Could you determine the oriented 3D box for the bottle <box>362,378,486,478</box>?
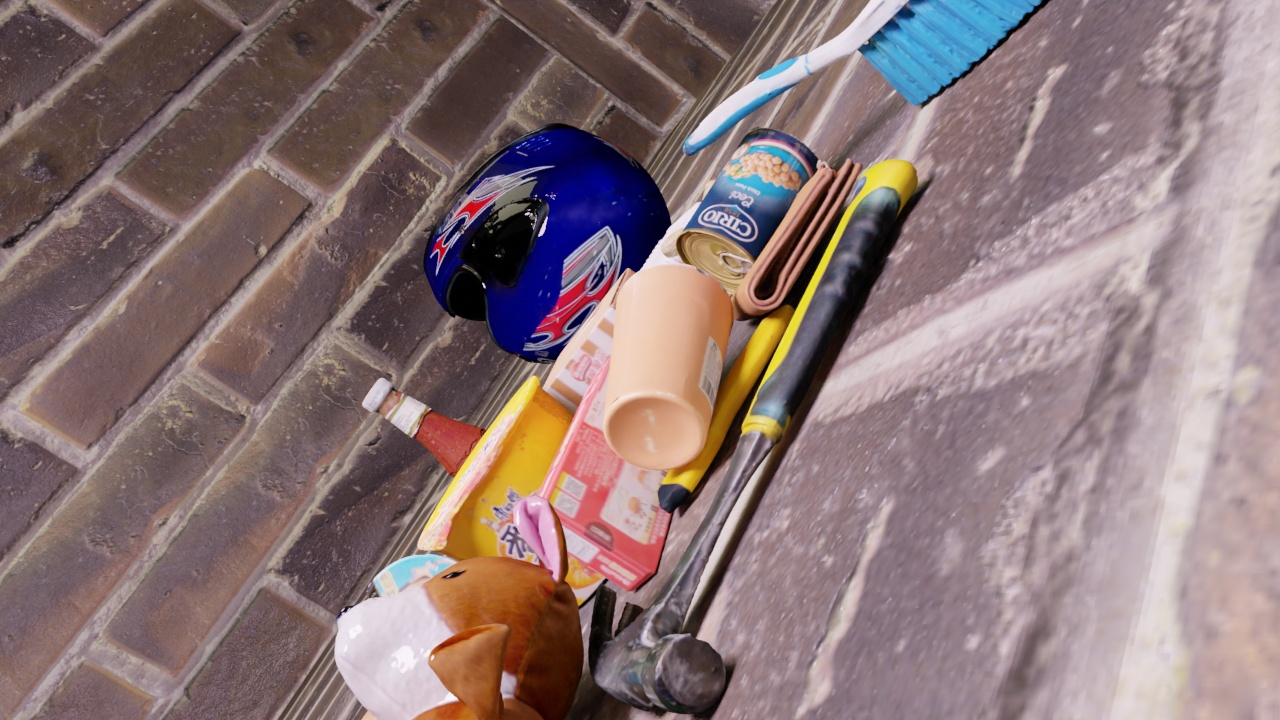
[{"bbox_3d":[-0.178,0.087,0.905,0.060,0.206,0.059,-54,9,13],"label":"bottle"}]

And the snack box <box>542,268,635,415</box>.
[{"bbox_3d":[-0.004,0.004,0.681,0.093,0.094,0.076,-50,10,27],"label":"snack box"}]

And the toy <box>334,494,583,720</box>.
[{"bbox_3d":[-0.081,0.155,0.399,0.140,0.130,0.199,-50,14,29],"label":"toy"}]

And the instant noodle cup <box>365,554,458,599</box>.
[{"bbox_3d":[-0.178,0.219,0.802,0.111,0.111,0.120,-56,1,-7],"label":"instant noodle cup"}]

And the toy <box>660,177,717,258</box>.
[{"bbox_3d":[0.066,-0.098,0.795,0.105,0.066,0.156,-27,36,44],"label":"toy"}]

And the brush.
[{"bbox_3d":[0.150,-0.207,0.618,0.316,0.109,0.060,-43,18,51],"label":"brush"}]

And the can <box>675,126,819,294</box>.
[{"bbox_3d":[0.087,-0.116,0.712,0.111,0.075,0.075,-58,10,-20],"label":"can"}]

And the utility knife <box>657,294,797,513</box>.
[{"bbox_3d":[0.056,0.024,0.557,0.163,0.015,0.033,-57,16,-18],"label":"utility knife"}]

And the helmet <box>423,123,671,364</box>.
[{"bbox_3d":[-0.103,-0.112,1.112,0.316,0.240,0.246,-42,-24,25],"label":"helmet"}]

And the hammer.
[{"bbox_3d":[0.066,0.023,0.467,0.322,0.032,0.126,-59,11,-24],"label":"hammer"}]

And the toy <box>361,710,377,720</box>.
[{"bbox_3d":[-0.116,0.237,0.493,0.143,0.082,0.226,-60,14,-9],"label":"toy"}]

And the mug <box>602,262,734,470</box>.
[{"bbox_3d":[0.016,0.005,0.557,0.078,0.078,0.122,-48,18,33],"label":"mug"}]

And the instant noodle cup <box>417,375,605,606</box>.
[{"bbox_3d":[-0.067,0.097,0.623,0.138,0.110,0.138,-52,10,12],"label":"instant noodle cup"}]

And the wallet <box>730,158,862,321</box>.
[{"bbox_3d":[0.097,-0.075,0.599,0.108,0.031,0.132,-57,-1,-1],"label":"wallet"}]

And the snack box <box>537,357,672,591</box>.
[{"bbox_3d":[-0.012,0.065,0.569,0.026,0.075,0.152,-50,11,34],"label":"snack box"}]

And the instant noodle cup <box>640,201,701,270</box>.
[{"bbox_3d":[0.034,-0.078,0.894,0.173,0.060,0.138,-60,11,-20],"label":"instant noodle cup"}]
